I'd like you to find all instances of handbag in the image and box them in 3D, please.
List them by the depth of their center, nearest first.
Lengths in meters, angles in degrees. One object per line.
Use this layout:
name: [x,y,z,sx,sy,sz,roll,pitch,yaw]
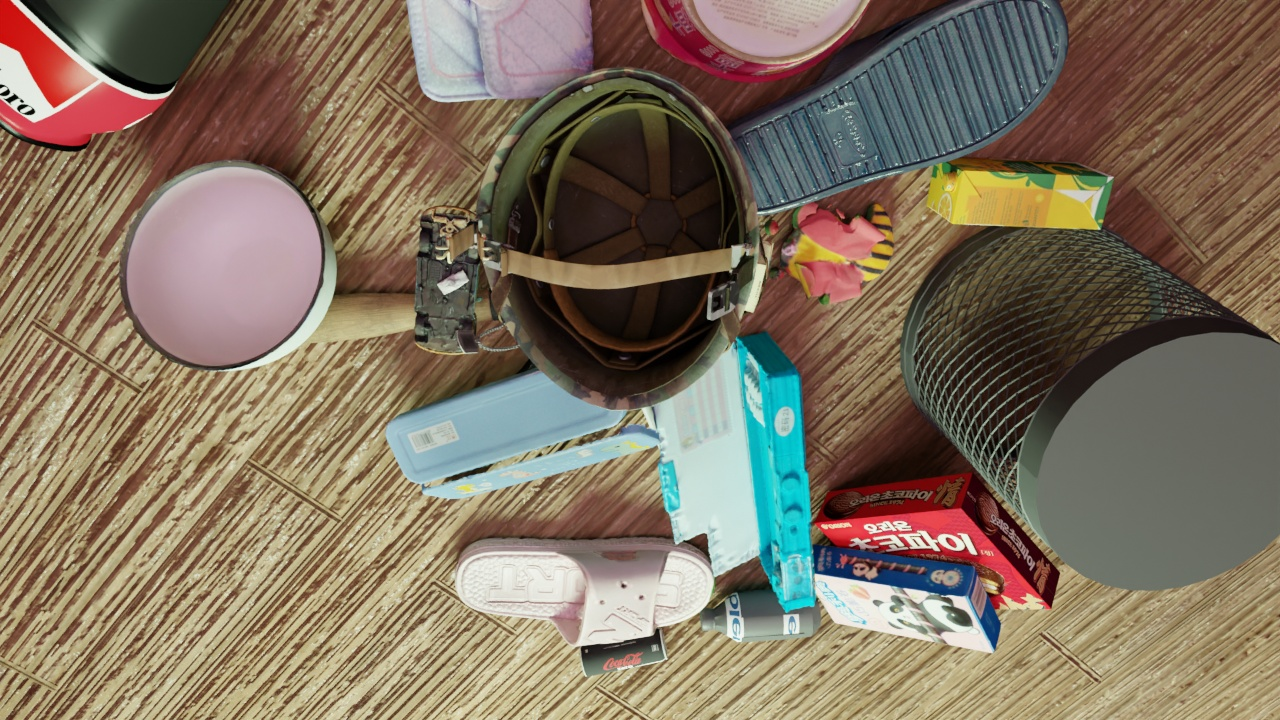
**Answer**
handbag: [-0.096,-0.262,0.627,0.126,0.069,0.159,-3,111,-4]

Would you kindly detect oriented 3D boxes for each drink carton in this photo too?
drink carton: [0.286,-0.130,0.706,0.122,0.058,0.041,2,113,-4]

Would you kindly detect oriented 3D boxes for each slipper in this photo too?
slipper: [0.173,-0.186,0.672,0.264,0.082,0.101,-21,114,27]
slipper: [-0.051,0.213,0.835,0.239,0.064,0.094,4,113,-3]

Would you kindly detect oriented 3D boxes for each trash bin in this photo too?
trash bin: [0.337,0.025,0.683,0.218,0.227,0.218,-1,113,-3]

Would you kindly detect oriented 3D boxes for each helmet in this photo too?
helmet: [-0.336,-0.289,0.533,0.225,0.197,0.271,-27,120,8]
helmet: [-0.012,-0.075,0.614,0.193,0.236,0.224,7,94,13]

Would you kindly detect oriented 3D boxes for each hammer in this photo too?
hammer: [-0.212,-0.032,0.738,0.305,0.040,0.132,-5,110,0]

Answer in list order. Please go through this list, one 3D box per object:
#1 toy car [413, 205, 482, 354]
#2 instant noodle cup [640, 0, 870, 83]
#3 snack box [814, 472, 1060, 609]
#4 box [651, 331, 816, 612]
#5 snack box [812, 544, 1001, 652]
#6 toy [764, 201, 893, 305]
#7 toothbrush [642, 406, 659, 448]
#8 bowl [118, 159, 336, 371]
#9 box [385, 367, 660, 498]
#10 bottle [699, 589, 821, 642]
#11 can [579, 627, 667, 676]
toy car: [-0.141,-0.062,0.687,0.047,0.047,0.112,8,108,-1]
instant noodle cup: [0.088,-0.277,0.623,0.178,0.077,0.179,-1,113,-3]
snack box: [0.252,0.161,0.792,0.132,0.035,0.152,45,145,-19]
box: [0.074,0.101,0.773,0.117,0.097,0.227,-10,114,-4]
snack box: [0.228,0.209,0.809,0.154,0.033,0.088,-1,135,41]
toy: [0.154,-0.088,0.728,0.103,0.046,0.084,-10,100,-4]
toothbrush: [-0.005,0.005,0.774,0.017,0.016,0.189,-23,113,-4]
bowl: [-0.294,-0.064,0.681,0.153,0.073,0.153,-1,83,5]
box: [-0.097,0.067,0.743,0.210,0.047,0.122,-17,128,20]
bottle: [0.112,0.240,0.864,0.112,0.047,0.047,-3,113,-1]
can: [-0.016,0.280,0.882,0.080,0.031,0.031,-13,113,3]
